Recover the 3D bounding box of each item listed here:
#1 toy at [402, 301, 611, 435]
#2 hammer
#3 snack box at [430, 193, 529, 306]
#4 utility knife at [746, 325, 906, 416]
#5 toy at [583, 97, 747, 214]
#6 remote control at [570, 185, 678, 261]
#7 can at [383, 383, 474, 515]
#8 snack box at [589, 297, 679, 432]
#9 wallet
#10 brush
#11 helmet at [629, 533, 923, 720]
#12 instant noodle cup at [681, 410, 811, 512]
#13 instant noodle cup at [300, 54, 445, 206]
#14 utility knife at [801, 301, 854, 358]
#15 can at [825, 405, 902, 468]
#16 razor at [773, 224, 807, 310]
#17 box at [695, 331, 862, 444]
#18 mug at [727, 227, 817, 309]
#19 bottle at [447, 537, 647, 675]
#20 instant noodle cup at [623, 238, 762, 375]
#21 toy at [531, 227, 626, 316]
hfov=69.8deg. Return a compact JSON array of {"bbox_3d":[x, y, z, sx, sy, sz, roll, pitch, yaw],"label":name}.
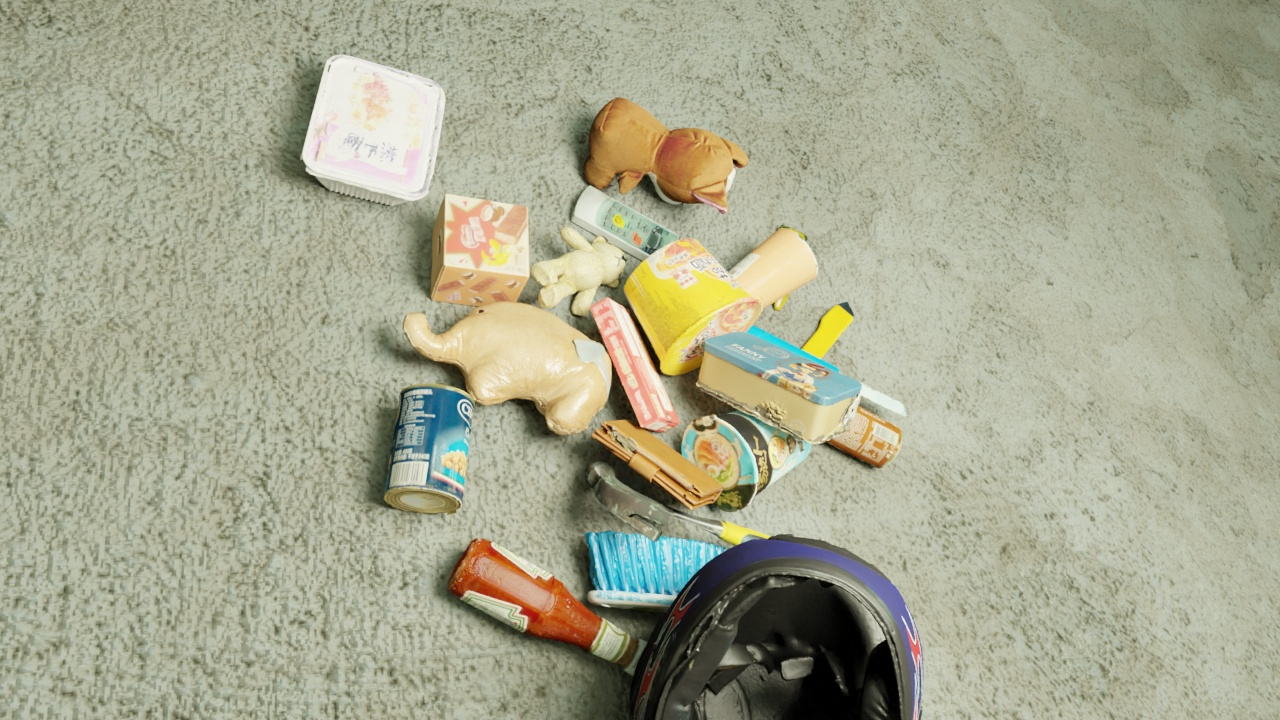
[{"bbox_3d":[-0.138,-0.007,0.974,0.226,0.083,0.143,22,39,-8],"label":"toy"},{"bbox_3d":[0.100,0.185,0.956,0.323,0.126,0.032,23,95,-20],"label":"hammer"},{"bbox_3d":[-0.178,-0.119,1.015,0.094,0.077,0.092,6,63,-21],"label":"snack box"},{"bbox_3d":[0.223,0.013,1.139,0.236,0.018,0.034,26,54,3],"label":"utility knife"},{"bbox_3d":[0.030,-0.248,1.155,0.199,0.131,0.139,14,59,8],"label":"toy"},{"bbox_3d":[-0.020,-0.166,1.146,0.135,0.019,0.056,29,57,-8],"label":"remote control"},{"bbox_3d":[-0.206,0.088,0.897,0.075,0.075,0.111,12,61,-18],"label":"can"},{"bbox_3d":[-0.006,0.006,1.033,0.025,0.075,0.152,-28,74,13],"label":"snack box"},{"bbox_3d":[0.019,0.107,0.962,0.132,0.107,0.031,33,97,16],"label":"wallet"},{"bbox_3d":[0.085,0.248,0.964,0.314,0.061,0.109,11,66,-22],"label":"brush"},{"bbox_3d":[0.122,0.282,0.816,0.247,0.316,0.240,16,13,8],"label":"helmet"},{"bbox_3d":[0.126,0.097,1.029,0.120,0.111,0.111,-20,74,-39],"label":"instant noodle cup"},{"bbox_3d":[-0.301,-0.251,1.040,0.138,0.060,0.173,12,62,-18],"label":"instant noodle cup"},{"bbox_3d":[0.231,-0.025,1.188,0.033,0.015,0.163,40,56,8],"label":"utility knife"},{"bbox_3d":[0.243,0.076,1.115,0.147,0.058,0.057,27,57,-9],"label":"can"},{"bbox_3d":[0.194,-0.123,1.217,0.043,0.028,0.132,26,59,-14],"label":"razor"},{"bbox_3d":[0.145,0.025,1.010,0.184,0.061,0.089,28,26,31],"label":"box"},{"bbox_3d":[0.149,-0.101,1.144,0.122,0.078,0.078,-35,82,-17],"label":"mug"},{"bbox_3d":[-0.084,0.242,0.884,0.206,0.060,0.059,30,56,-7],"label":"bottle"},{"bbox_3d":[0.054,-0.066,1.065,0.137,0.138,0.109,-21,66,-31],"label":"instant noodle cup"},{"bbox_3d":[-0.071,-0.101,1.046,0.156,0.066,0.105,-31,108,-55],"label":"toy"}]
